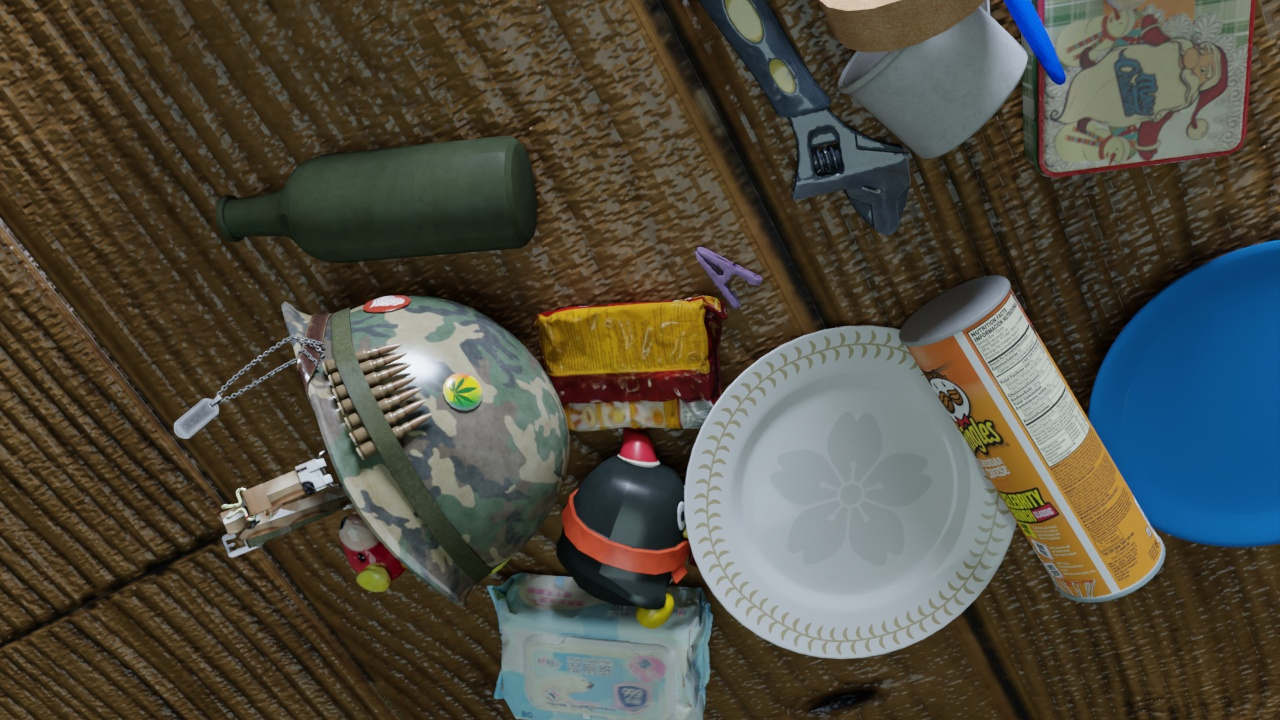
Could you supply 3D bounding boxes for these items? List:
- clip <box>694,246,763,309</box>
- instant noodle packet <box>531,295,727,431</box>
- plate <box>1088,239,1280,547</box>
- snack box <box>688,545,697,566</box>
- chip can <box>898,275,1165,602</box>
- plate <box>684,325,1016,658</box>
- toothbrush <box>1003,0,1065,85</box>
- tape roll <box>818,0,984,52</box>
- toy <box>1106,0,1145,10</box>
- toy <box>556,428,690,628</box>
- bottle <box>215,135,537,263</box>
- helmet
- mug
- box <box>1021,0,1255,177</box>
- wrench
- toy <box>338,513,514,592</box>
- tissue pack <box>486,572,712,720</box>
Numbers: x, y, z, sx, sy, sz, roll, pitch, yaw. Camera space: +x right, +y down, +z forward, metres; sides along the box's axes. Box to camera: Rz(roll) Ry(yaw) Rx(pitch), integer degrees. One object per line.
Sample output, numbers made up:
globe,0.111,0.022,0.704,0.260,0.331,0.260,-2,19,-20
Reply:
clip,0.058,-0.055,0.628,0.050,0.014,0.046,12,117,-2
instant noodle packet,-0.004,0.004,0.646,0.135,0.039,0.099,-4,116,12
plate,0.415,0.024,0.612,0.224,0.024,0.225,3,114,6
snack box,0.112,0.145,0.697,0.141,0.031,0.051,16,114,0
chip can,0.259,0.053,0.606,0.075,0.075,0.215,-31,102,18
plate,0.151,0.095,0.652,0.242,0.016,0.242,-1,99,-5
toothbrush,0.186,-0.231,0.507,0.018,0.016,0.182,-29,90,25
tape roll,0.140,-0.205,0.480,0.094,0.093,0.027,-27,134,17
toy,0.261,-0.236,0.455,0.092,0.046,0.115,25,121,-2
toy,-0.007,0.116,0.666,0.100,0.097,0.119,17,112,3
bottle,-0.175,-0.102,0.602,0.207,0.071,0.071,-4,113,8
helmet,-0.173,0.060,0.602,0.224,0.193,0.236,46,74,0
mug,0.175,-0.180,0.528,0.070,0.084,0.113,37,80,-12
box,0.275,-0.211,0.514,0.118,0.050,0.206,-6,112,8
wrench,0.081,-0.186,0.562,0.073,0.022,0.273,-32,107,18
toy,-0.160,0.143,0.719,0.137,0.067,0.106,-10,115,-2
tissue pack,-0.034,0.235,0.734,0.182,0.069,0.112,2,114,7
